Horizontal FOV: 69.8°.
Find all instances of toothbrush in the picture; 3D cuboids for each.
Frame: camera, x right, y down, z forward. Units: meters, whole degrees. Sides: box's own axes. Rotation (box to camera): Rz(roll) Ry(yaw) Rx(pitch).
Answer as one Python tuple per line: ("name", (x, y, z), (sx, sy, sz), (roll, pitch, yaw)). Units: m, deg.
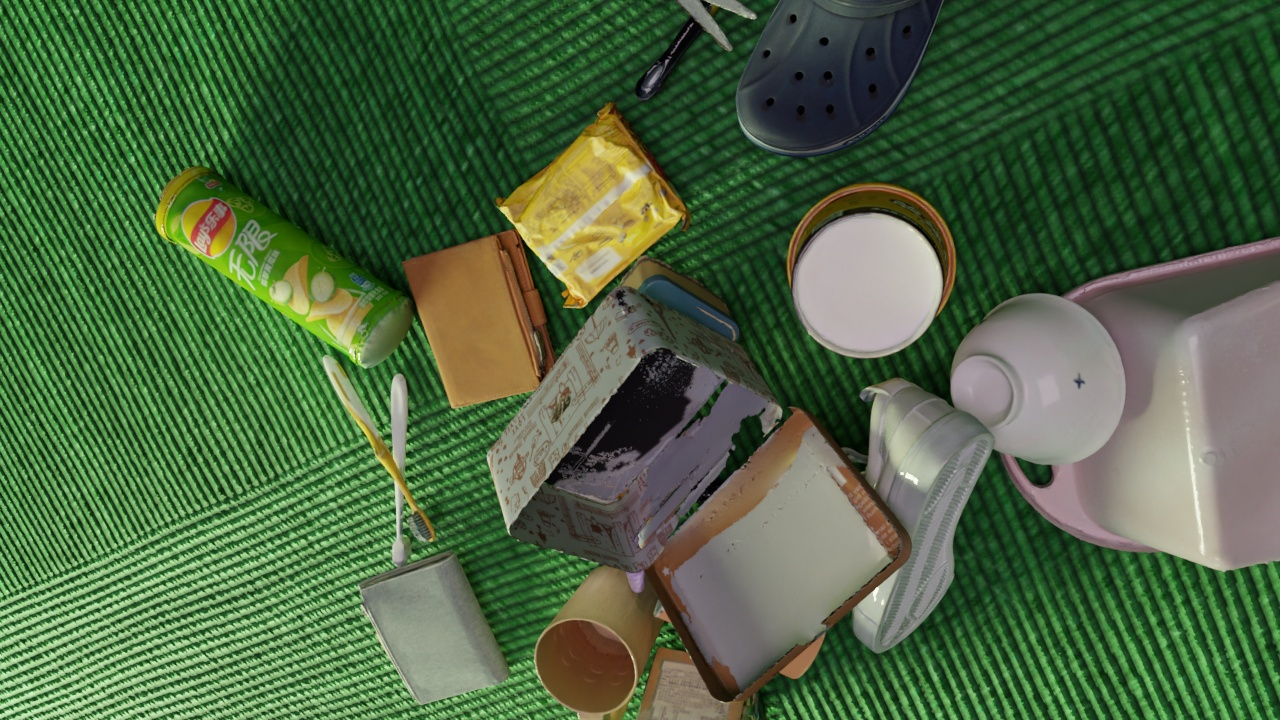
("toothbrush", (-0.232, 0.077, 0.805), (0.016, 0.018, 0.191), (-34, 85, 27))
("toothbrush", (-0.214, 0.099, 0.821), (0.016, 0.016, 0.180), (5, 103, 13))

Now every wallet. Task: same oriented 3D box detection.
("wallet", (-0.190, 0.245, 0.839), (0.107, 0.037, 0.130), (-19, 103, 13))
("wallet", (-0.130, -0.033, 0.753), (0.108, 0.031, 0.132), (-13, 101, 21))

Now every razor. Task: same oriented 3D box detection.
("razor", (0.042, -0.245, 0.654), (0.042, 0.022, 0.143), (44, 111, 17))

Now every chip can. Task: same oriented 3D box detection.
("chip can", (-0.294, -0.077, 0.768), (0.221, 0.072, 0.073), (33, 110, 6))

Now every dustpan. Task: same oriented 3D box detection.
("dustpan", (0.400, 0.024, 0.628), (0.273, 0.139, 0.222), (-12, 99, -10))

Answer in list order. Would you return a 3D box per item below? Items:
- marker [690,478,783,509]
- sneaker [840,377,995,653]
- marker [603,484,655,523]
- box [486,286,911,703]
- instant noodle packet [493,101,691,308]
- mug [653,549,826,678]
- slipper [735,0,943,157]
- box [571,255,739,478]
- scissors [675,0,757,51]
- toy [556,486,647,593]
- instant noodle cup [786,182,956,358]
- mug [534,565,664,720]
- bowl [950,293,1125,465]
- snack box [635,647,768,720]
("marker", (0.104, 0.108, 0.729), (0.131, 0.018, 0.023), (1, 118, 16))
("sneaker", (0.175, 0.115, 0.658), (0.091, 0.089, 0.243), (44, 147, 40))
("marker", (-0.035, 0.091, 0.766), (0.124, 0.015, 0.018), (44, 109, 1))
("box", (0.020, 0.089, 0.607), (0.180, 0.156, 0.226), (-49, 53, 20))
("instant noodle packet", (-0.037, -0.114, 0.699), (0.129, 0.044, 0.111), (-35, 94, 23))
("mug", (0.082, 0.198, 0.731), (0.123, 0.078, 0.078), (29, 110, 2))
("slipper", (0.149, -0.246, 0.587), (0.105, 0.095, 0.253), (30, 106, 10))
("box", (-0.004, 0.004, 0.698), (0.089, 0.059, 0.185), (27, 115, -21))
("scissors", (0.003, -0.275, 0.650), (0.141, 0.012, 0.171), (-18, 89, 24))
("toy", (-0.037, 0.139, 0.758), (0.108, 0.038, 0.084), (10, 104, 33))
("instant noodle cup", (0.154, -0.059, 0.621), (0.118, 0.114, 0.118), (4, 104, 15))
("mug", (-0.027, 0.243, 0.755), (0.084, 0.103, 0.125), (-2, 103, 17))
("bowl", (0.246, 0.017, 0.608), (0.118, 0.064, 0.118), (22, 117, 54))
("snack box", (0.042, 0.294, 0.727), (0.118, 0.118, 0.106), (4, 124, 14))
